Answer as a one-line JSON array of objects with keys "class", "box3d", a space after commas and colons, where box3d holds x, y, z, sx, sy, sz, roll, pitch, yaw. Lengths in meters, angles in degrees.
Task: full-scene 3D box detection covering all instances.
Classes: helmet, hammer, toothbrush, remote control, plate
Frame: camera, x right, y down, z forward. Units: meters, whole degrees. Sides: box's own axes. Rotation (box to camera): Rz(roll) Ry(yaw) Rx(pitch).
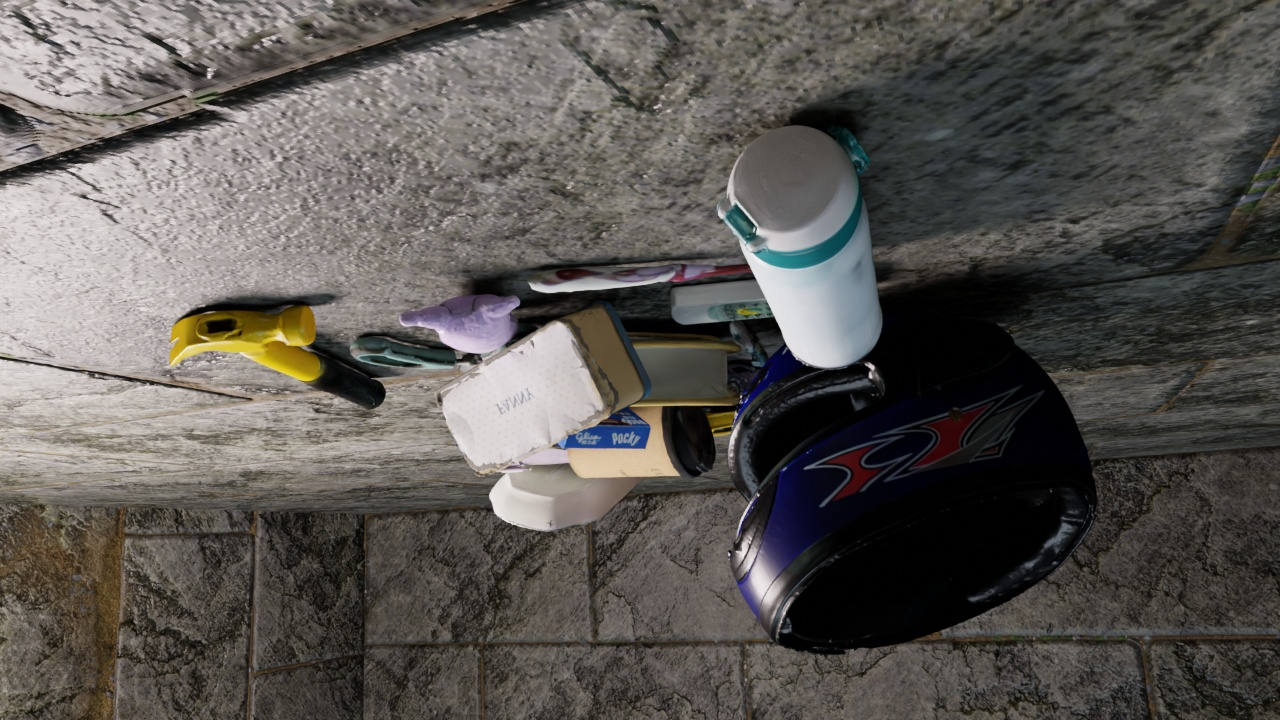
[{"class": "helmet", "box3d": [0.190, 0.079, 0.746, 0.315, 0.240, 0.248, -7, 133, -24]}, {"class": "hammer", "box3d": [-0.293, 0.005, 0.804, 0.129, 0.032, 0.301, -3, 168, 5]}, {"class": "toothbrush", "box3d": [0.017, -0.060, 0.609, 0.187, 0.016, 0.017, -3, 160, 3]}, {"class": "remote control", "box3d": [0.090, -0.045, 0.683, 0.135, 0.019, 0.056, -5, 168, 10]}, {"class": "toothbrush", "box3d": [0.099, -0.014, 0.847, 0.018, 0.016, 0.191, 5, 171, 17]}, {"class": "plate", "box3d": [-0.074, 0.126, 1.147, 0.162, 0.034, 0.264, 10, -153, 29]}]

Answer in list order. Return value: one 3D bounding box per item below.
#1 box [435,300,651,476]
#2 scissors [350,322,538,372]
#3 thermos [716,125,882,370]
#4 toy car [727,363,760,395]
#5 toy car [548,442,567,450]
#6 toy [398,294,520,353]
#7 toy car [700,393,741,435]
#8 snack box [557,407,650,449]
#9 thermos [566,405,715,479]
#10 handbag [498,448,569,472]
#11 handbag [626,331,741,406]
[{"class": "box", "box3d": [-0.076, 0.023, 0.719, 0.185, 0.090, 0.061, -24, -179, 35]}, {"class": "scissors", "box3d": [-0.153, -0.010, 0.801, 0.170, 0.019, 0.179, 10, 161, -43]}, {"class": "thermos", "box3d": [0.098, -0.056, 0.508, 0.073, 0.073, 0.224, -6, 164, 15]}, {"class": "toy car", "box3d": [0.103, 0.021, 0.966, 0.120, 0.037, 0.054, -6, 177, -40]}, {"class": "toy car", "box3d": [-0.101, 0.057, 0.906, 0.070, 0.042, 0.158, 12, -167, -5]}, {"class": "toy", "box3d": [-0.125, -0.026, 0.675, 0.084, 0.039, 0.108, -7, 174, -2]}, {"class": "toy car", "box3d": [0.081, 0.059, 1.005, 0.155, 0.041, 0.071, -6, -169, -11]}, {"class": "snack box", "box3d": [-0.064, 0.042, 0.864, 0.084, 0.026, 0.157, 4, -163, -30]}, {"class": "thermos", "box3d": [0.001, 0.080, 0.923, 0.143, 0.093, 0.093, -13, 165, 25]}, {"class": "handbag", "box3d": [-0.095, 0.076, 1.052, 0.197, 0.098, 0.145, -4, 163, 4]}, {"class": "handbag", "box3d": [-0.005, 0.005, 0.841, 0.163, 0.063, 0.179, 0, -177, -13]}]
